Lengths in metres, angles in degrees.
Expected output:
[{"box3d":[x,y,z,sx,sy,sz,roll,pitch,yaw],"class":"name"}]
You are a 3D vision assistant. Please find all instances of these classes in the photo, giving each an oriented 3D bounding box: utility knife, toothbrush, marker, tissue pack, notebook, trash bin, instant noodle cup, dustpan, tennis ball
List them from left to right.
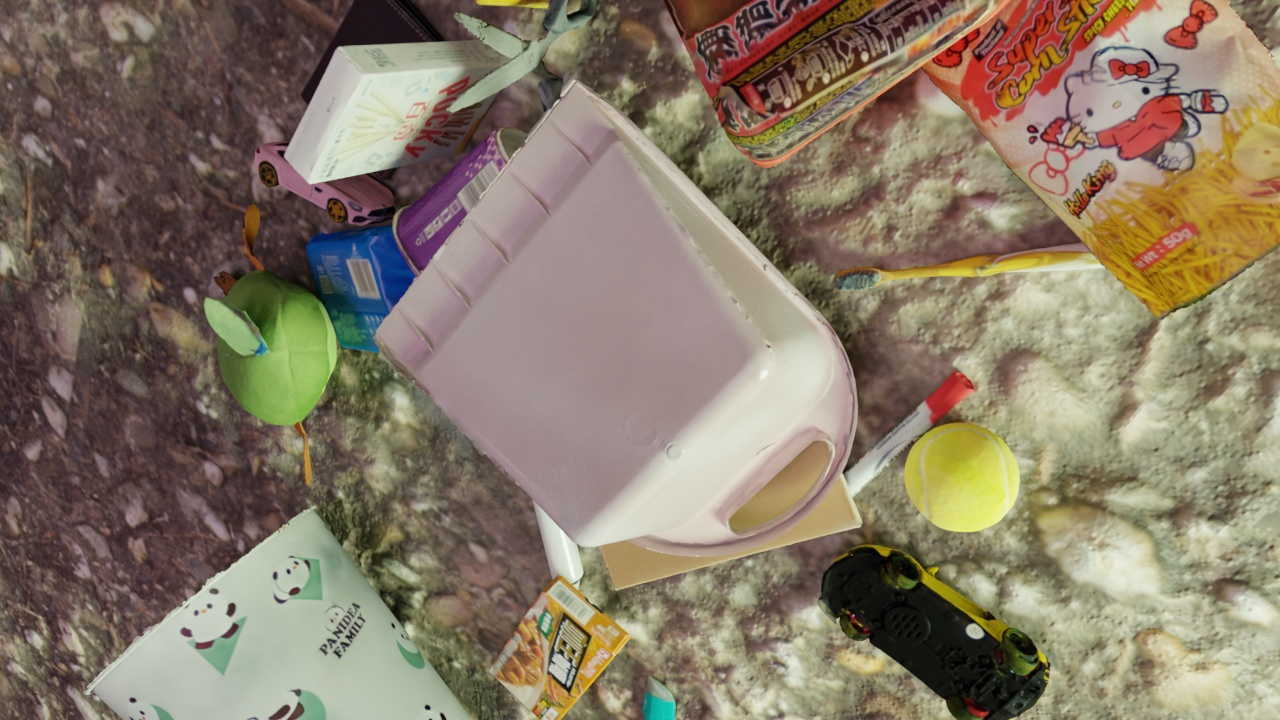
[{"box3d":[-0.295,0.296,0.800,0.230,0.228,0.252,-39,93,32],"class":"trash bin"},{"box3d":[-0.200,-0.056,0.704,0.157,0.052,0.095,6,114,48],"class":"tissue pack"},{"box3d":[-0.094,-0.096,0.624,0.099,0.111,0.111,-42,86,22],"class":"instant noodle cup"},{"box3d":[-0.064,0.147,0.734,0.026,0.026,0.221,3,113,40],"class":"toothbrush"},{"box3d":[-0.004,0.003,0.588,0.223,0.138,0.273,-44,71,20],"class":"dustpan"},{"box3d":[0.010,0.356,0.778,0.029,0.013,0.206,13,110,21],"class":"utility knife"},{"box3d":[0.036,0.075,0.656,0.208,0.008,0.148,-23,88,31],"class":"notebook"},{"box3d":[0.092,-0.217,0.483,0.165,0.079,0.188,-29,81,34],"class":"instant noodle cup"},{"box3d":[0.158,0.060,0.596,0.017,0.017,0.146,43,121,7],"class":"marker"},{"box3d":[0.193,0.070,0.553,0.065,0.065,0.065,9,111,24],"class":"tennis ball"},{"box3d":[0.204,-0.055,0.530,0.192,0.018,0.016,-4,107,28],"class":"toothbrush"}]

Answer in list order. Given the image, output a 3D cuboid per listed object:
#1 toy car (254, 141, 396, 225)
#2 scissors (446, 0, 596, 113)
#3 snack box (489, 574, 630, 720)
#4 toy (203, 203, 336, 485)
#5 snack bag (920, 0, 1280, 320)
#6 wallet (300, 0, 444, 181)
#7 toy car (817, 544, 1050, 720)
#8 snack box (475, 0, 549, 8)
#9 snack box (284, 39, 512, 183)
[{"box3d":[-0.242,-0.140,0.706,0.122,0.056,0.037,28,120,18],"class":"toy car"},{"box3d":[-0.064,-0.181,0.546,0.014,0.174,0.159,15,157,18],"class":"scissors"},{"box3d":[-0.070,0.242,0.755,0.075,0.026,0.154,40,133,9],"class":"snack box"},{"box3d":[-0.292,-0.010,0.735,0.247,0.089,0.227,3,108,64],"class":"toy"},{"box3d":[0.242,-0.133,0.464,0.129,0.073,0.208,-41,78,32],"class":"snack bag"},{"box3d":[-0.194,-0.208,0.681,0.096,0.020,0.123,49,124,4],"class":"wallet"},{"box3d":[0.193,0.177,0.605,0.156,0.041,0.071,34,119,11],"class":"toy car"},{"box3d":[-0.099,-0.287,0.563,0.034,0.086,0.140,-24,96,31],"class":"snack box"},{"box3d":[-0.150,-0.164,0.592,0.027,0.156,0.085,46,122,6],"class":"snack box"}]
